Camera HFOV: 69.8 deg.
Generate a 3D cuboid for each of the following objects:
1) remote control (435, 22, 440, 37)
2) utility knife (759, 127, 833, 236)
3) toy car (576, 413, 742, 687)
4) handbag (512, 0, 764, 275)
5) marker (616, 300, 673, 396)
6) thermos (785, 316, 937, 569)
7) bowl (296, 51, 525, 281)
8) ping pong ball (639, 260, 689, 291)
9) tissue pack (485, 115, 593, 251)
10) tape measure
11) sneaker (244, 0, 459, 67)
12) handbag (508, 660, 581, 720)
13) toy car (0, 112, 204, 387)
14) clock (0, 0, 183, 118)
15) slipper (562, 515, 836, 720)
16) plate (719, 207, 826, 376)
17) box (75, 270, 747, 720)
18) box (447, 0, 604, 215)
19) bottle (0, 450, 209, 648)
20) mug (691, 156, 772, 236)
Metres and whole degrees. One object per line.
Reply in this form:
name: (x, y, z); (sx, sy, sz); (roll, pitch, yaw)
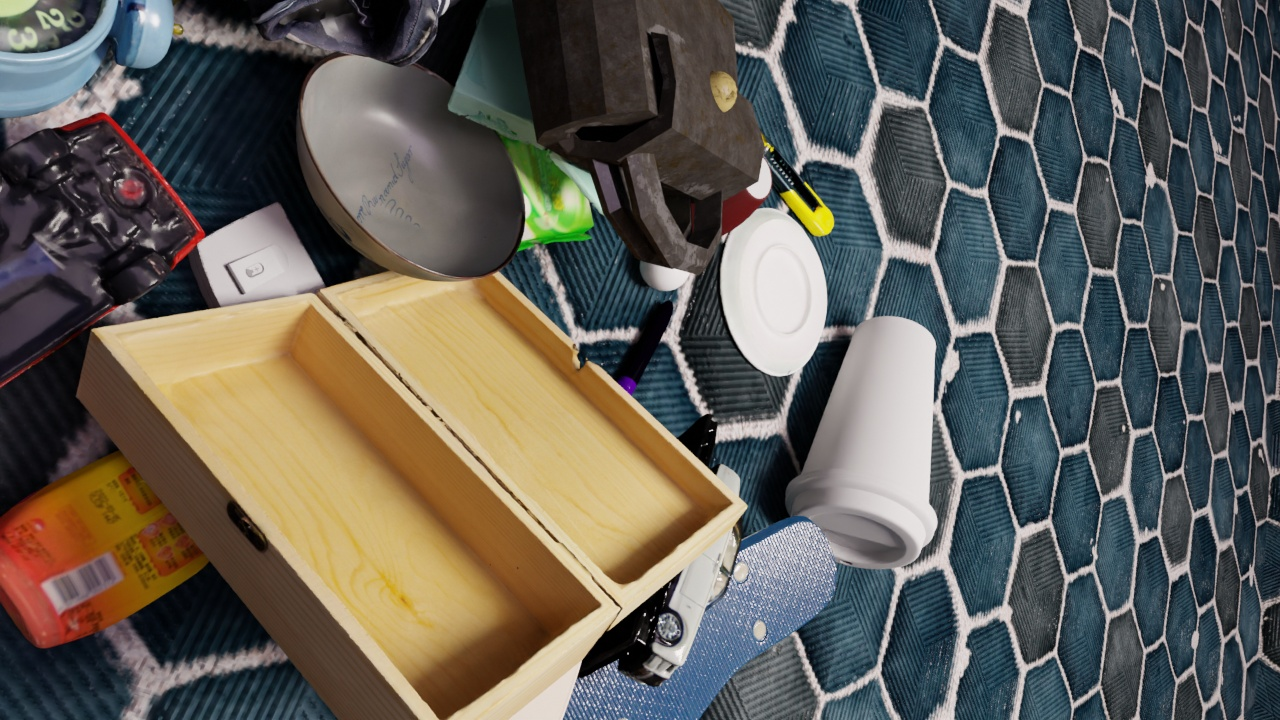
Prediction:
remote control: (-0.186, -0.223, 0.549); (0.140, 0.021, 0.045); (-8, 74, -46)
utility knife: (0.129, -0.176, 0.853); (0.172, 0.020, 0.028); (40, 59, -33)
toy car: (0.027, 0.139, 0.641); (0.071, 0.094, 0.191); (33, 47, -9)
handbag: (0.012, -0.154, 0.579); (0.197, 0.102, 0.199); (0, 82, -65)
marker: (-0.004, 0.004, 0.711); (0.133, 0.015, 0.018); (-62, 151, -27)
thermos: (0.218, 0.069, 0.856); (0.131, 0.132, 0.221); (45, 50, -32)
bowl: (-0.143, -0.104, 0.545); (0.150, 0.057, 0.150); (27, 48, -35)
ping pong ball: (0.019, -0.075, 0.723); (0.040, 0.040, 0.040); (4, 84, -44)
tissue pack: (-0.083, -0.133, 0.635); (0.099, 0.034, 0.114); (-20, 102, -44)
tape measure: (-0.213, -0.049, 0.512); (0.062, 0.020, 0.060); (-39, 113, -39)
sneaker: (-0.194, -0.231, 0.454); (0.252, 0.097, 0.150); (27, 46, -36)
handbag: (-0.098, 0.119, 0.570); (0.194, 0.101, 0.197); (56, 41, -25)
toy car: (-0.295, -0.032, 0.408); (0.188, 0.056, 0.081); (-46, 117, -29)
clock: (-0.288, -0.182, 0.424); (0.161, 0.060, 0.118); (-43, 114, -41)
slipper: (0.036, 0.209, 0.705); (0.294, 0.060, 0.118); (-26, 102, -32)
plate: (0.128, -0.064, 0.846); (0.156, 0.014, 0.157); (5, 83, -44)
box: (-0.100, 0.048, 0.479); (0.247, 0.068, 0.252); (43, 40, 17)
box: (-0.051, -0.204, 0.628); (0.138, 0.052, 0.186); (28, 52, -28)
bottle: (-0.243, 0.078, 0.453); (0.133, 0.049, 0.071); (-35, 110, -40)
mug: (0.049, -0.139, 0.723); (0.113, 0.089, 0.087); (3, 85, -44)
